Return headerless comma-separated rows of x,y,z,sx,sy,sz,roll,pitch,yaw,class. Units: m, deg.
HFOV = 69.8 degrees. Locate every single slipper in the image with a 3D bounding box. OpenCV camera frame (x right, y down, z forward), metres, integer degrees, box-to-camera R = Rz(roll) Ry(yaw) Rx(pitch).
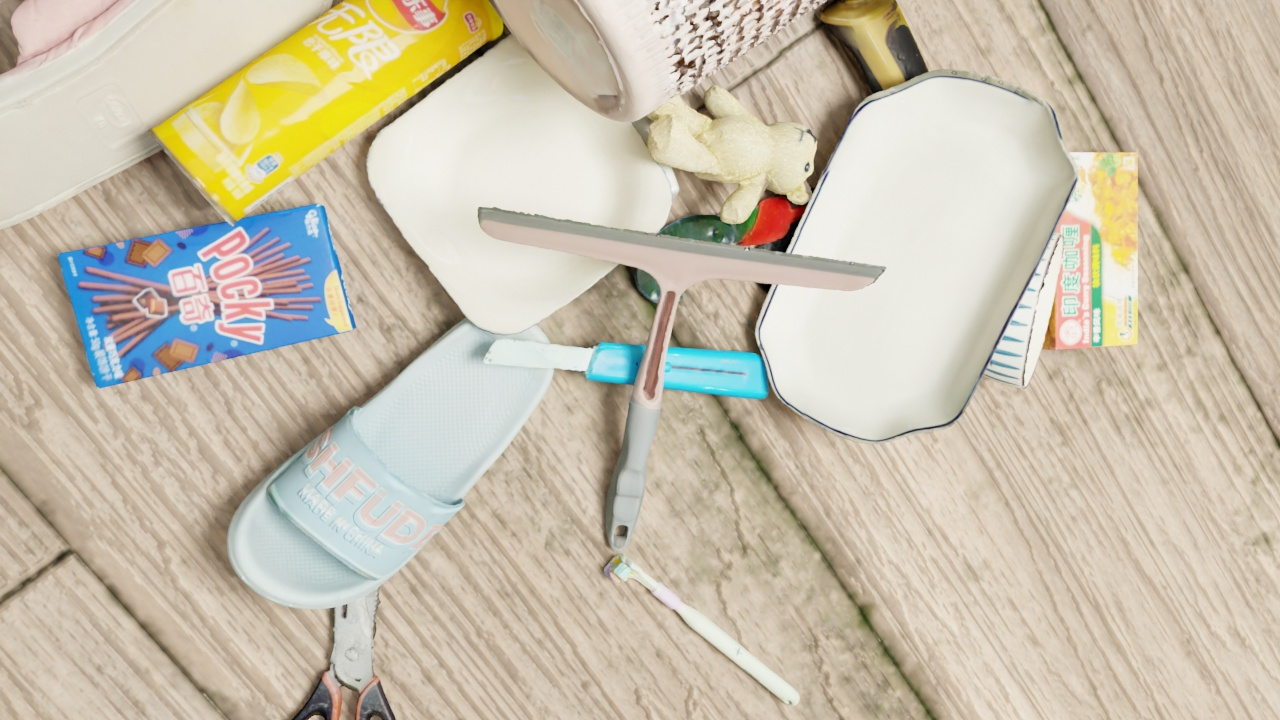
-0.299,-0.171,0.527,0.274,0.114,0.054,-39,74,-11,slipper
-0.149,0.063,0.591,0.245,0.074,0.104,-45,103,-13,slipper

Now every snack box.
-0.270,-0.042,0.581,0.157,0.026,0.084,-14,96,-13,snack box
0.359,-0.088,0.738,0.077,0.027,0.156,-3,94,-13,snack box

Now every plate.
-0.078,-0.115,0.607,0.164,0.034,0.163,-36,91,1,plate
0.190,-0.070,0.647,0.162,0.034,0.266,26,96,24,plate

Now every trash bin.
0.016,-0.248,0.504,0.192,0.227,0.227,-44,103,-7,trash bin

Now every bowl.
0.269,-0.042,0.687,0.066,0.116,0.116,15,90,28,bowl

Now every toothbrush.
0.050,0.204,0.684,0.189,0.029,0.020,40,43,-15,toothbrush

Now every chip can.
-0.187,-0.172,0.564,0.213,0.072,0.072,-41,102,-12,chip can

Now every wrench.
0.121,-0.106,0.682,0.273,0.016,0.056,-20,102,-12,wrench

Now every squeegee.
0.005,0.024,0.617,0.247,0.040,0.250,8,119,-8,squeegee

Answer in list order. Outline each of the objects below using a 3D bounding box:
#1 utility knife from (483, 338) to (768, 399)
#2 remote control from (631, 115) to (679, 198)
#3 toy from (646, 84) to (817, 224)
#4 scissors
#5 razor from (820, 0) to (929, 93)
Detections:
-0.004,0.004,0.637,0.216,0.018,0.034,5,91,-25,utility knife
-0.010,-0.170,0.624,0.019,0.056,0.135,-22,99,-11,remote control
0.060,-0.147,0.618,0.157,0.066,0.105,4,64,-43,toy
-0.209,0.216,0.619,0.196,0.015,0.205,-37,95,-6,scissors
0.184,-0.223,0.669,0.062,0.068,0.167,-44,110,-25,razor
